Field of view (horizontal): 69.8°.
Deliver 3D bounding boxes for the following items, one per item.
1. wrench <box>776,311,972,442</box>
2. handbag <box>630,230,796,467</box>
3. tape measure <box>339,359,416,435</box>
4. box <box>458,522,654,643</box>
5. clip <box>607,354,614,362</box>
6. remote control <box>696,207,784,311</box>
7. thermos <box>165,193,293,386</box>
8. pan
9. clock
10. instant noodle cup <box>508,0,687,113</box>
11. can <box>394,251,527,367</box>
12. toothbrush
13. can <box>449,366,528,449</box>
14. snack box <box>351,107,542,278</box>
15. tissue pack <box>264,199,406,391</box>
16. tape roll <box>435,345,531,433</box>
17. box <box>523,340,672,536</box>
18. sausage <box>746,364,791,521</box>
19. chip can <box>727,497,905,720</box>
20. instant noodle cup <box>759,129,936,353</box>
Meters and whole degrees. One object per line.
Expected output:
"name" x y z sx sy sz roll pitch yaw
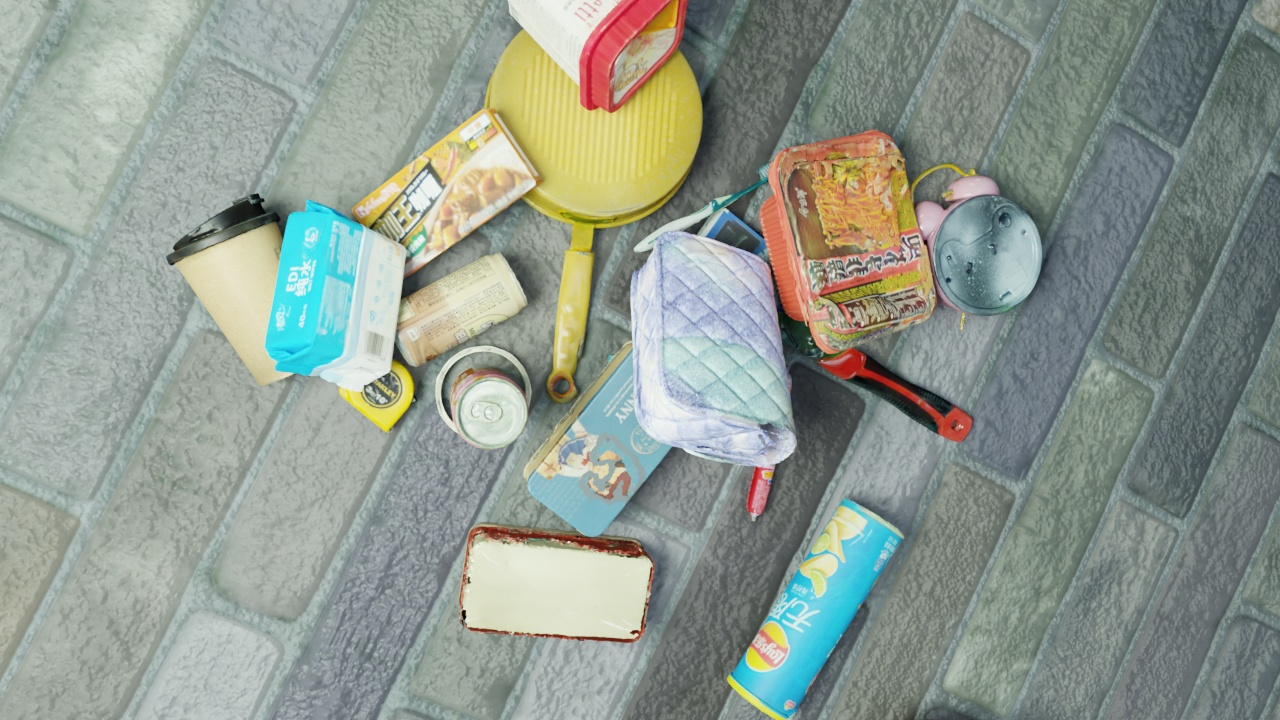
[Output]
"wrench" 0.220 0.017 0.900 0.273 0.016 0.056 23 93 -18
"handbag" 0.060 -0.012 0.782 0.134 0.076 0.193 14 52 -19
"tape measure" -0.228 0.026 0.807 0.060 0.029 0.057 41 85 -11
"box" -0.075 0.200 0.824 0.168 0.076 0.091 8 92 -13
"clip" -0.005 0.005 0.863 0.054 0.013 0.033 19 88 -14
"remote control" 0.109 -0.091 0.877 0.125 0.024 0.049 37 84 -12
"thermos" -0.319 -0.056 0.757 0.093 0.093 0.143 -26 105 -10
"pan" -0.051 -0.139 0.832 0.197 0.078 0.357 6 85 -10
"clock" 0.319 -0.119 0.905 0.117 0.060 0.158 -31 100 -8
"instant noodle cup" -0.040 -0.290 0.753 0.124 0.117 0.116 41 79 6
"can" -0.162 -0.045 0.803 0.116 0.058 0.058 -29 98 -9
"toothbrush" 0.065 -0.144 0.845 0.191 0.016 0.018 -32 88 -27
"can" -0.126 0.036 0.753 0.058 0.147 0.058 -1 93 -12
"snack box" -0.166 -0.141 0.784 0.154 0.026 0.075 -31 100 17
"tissue pack" -0.246 -0.051 0.739 0.063 0.090 0.140 -3 75 29
"tape roll" -0.143 0.029 0.834 0.085 0.014 0.086 0 92 -12
"box" -0.021 0.065 0.831 0.090 0.060 0.184 37 92 -14
"sausage" 0.126 0.080 0.892 0.020 0.020 0.156 13 89 -13
"chip can" 0.169 0.238 0.881 0.071 0.071 0.210 35 85 -12
"instant noodle cup" 0.184 -0.109 0.847 0.164 0.079 0.189 -16 94 -32
